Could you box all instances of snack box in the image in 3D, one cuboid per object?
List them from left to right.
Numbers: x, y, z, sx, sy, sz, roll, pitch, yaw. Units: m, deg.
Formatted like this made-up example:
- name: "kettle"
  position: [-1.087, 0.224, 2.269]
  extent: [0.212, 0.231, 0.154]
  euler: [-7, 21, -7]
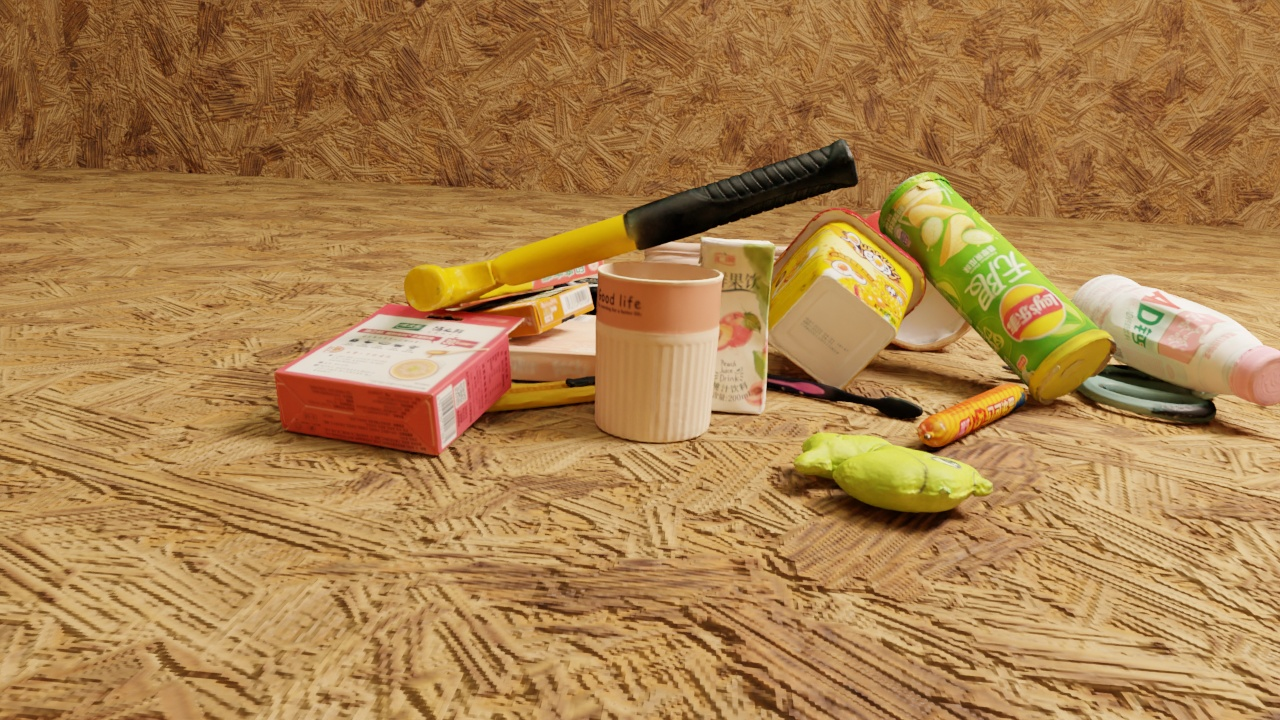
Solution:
- name: "snack box"
  position: [-0.152, 0.008, 0.605]
  extent: [0.113, 0.044, 0.126]
  euler: [7, 25, 18]
- name: "snack box"
  position: [-0.121, -0.037, 0.777]
  extent: [0.154, 0.026, 0.075]
  euler: [-5, 13, 36]
- name: "snack box"
  position: [-0.112, -0.069, 0.777]
  extent: [0.155, 0.027, 0.077]
  euler: [-18, 10, -43]
- name: "snack box"
  position: [-0.057, -0.013, 0.774]
  extent: [0.084, 0.026, 0.157]
  euler: [4, 14, 9]

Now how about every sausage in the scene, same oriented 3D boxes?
- name: "sausage"
  position: [0.237, 0.037, 0.647]
  extent: [0.021, 0.021, 0.164]
  euler: [15, 19, 40]

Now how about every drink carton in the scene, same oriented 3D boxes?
- name: "drink carton"
  position: [0.065, -0.026, 0.659]
  extent: [0.053, 0.122, 0.045]
  euler: [2, 13, 1]

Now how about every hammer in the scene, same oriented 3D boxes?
- name: "hammer"
  position: [-0.005, -0.088, 0.623]
  extent: [0.301, 0.033, 0.128]
  euler: [-16, 4, 11]

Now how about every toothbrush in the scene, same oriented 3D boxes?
- name: "toothbrush"
  position: [0.126, 0.021, 0.708]
  extent: [0.189, 0.014, 0.017]
  euler: [12, 7, 34]

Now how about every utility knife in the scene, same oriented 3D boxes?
- name: "utility knife"
  position: [-0.037, 0.019, 0.676]
  extent: [0.215, 0.015, 0.033]
  euler: [-5, 20, -28]

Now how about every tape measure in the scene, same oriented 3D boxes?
- name: "tape measure"
  position: [-0.055, -0.072, 0.996]
  extent: [0.066, 0.034, 0.065]
  euler: [10, 18, 19]

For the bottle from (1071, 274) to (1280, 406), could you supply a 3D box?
- name: "bottle"
  position: [0.428, -0.015, 0.735]
  extent: [0.068, 0.068, 0.197]
  euler: [0, 19, -10]

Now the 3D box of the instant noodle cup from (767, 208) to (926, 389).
- name: "instant noodle cup"
  position: [0.160, -0.045, 0.751]
  extent: [0.116, 0.116, 0.123]
  euler: [38, 30, -3]

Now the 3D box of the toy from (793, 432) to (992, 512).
- name: "toy"
  position: [0.136, 0.062, 0.510]
  extent: [0.096, 0.031, 0.100]
  euler: [0, 10, -10]

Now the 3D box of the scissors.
- name: "scissors"
  position: [0.382, 0.021, 0.741]
  extent: [0.177, 0.019, 0.170]
  euler: [7, 16, 12]

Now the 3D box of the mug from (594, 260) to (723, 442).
- name: "mug"
  position: [0.006, -0.012, 0.623]
  extent: [0.081, 0.106, 0.114]
  euler: [-2, 15, -16]

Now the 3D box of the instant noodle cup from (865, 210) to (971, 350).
- name: "instant noodle cup"
  position: [0.273, -0.078, 0.900]
  extent: [0.138, 0.138, 0.108]
  euler: [4, 23, 5]

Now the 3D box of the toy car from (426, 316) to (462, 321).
- name: "toy car"
  position: [-0.150, -0.002, 0.703]
  extent: [0.054, 0.037, 0.120]
  euler: [-9, 28, -28]

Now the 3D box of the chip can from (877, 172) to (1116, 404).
- name: "chip can"
  position: [0.283, -0.067, 0.756]
  extent: [0.072, 0.073, 0.221]
  euler: [-7, 48, -32]

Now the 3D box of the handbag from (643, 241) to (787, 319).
- name: "handbag"
  position: [0.108, -0.076, 0.980]
  extent: [0.193, 0.093, 0.234]
  euler: [4, 6, 9]
